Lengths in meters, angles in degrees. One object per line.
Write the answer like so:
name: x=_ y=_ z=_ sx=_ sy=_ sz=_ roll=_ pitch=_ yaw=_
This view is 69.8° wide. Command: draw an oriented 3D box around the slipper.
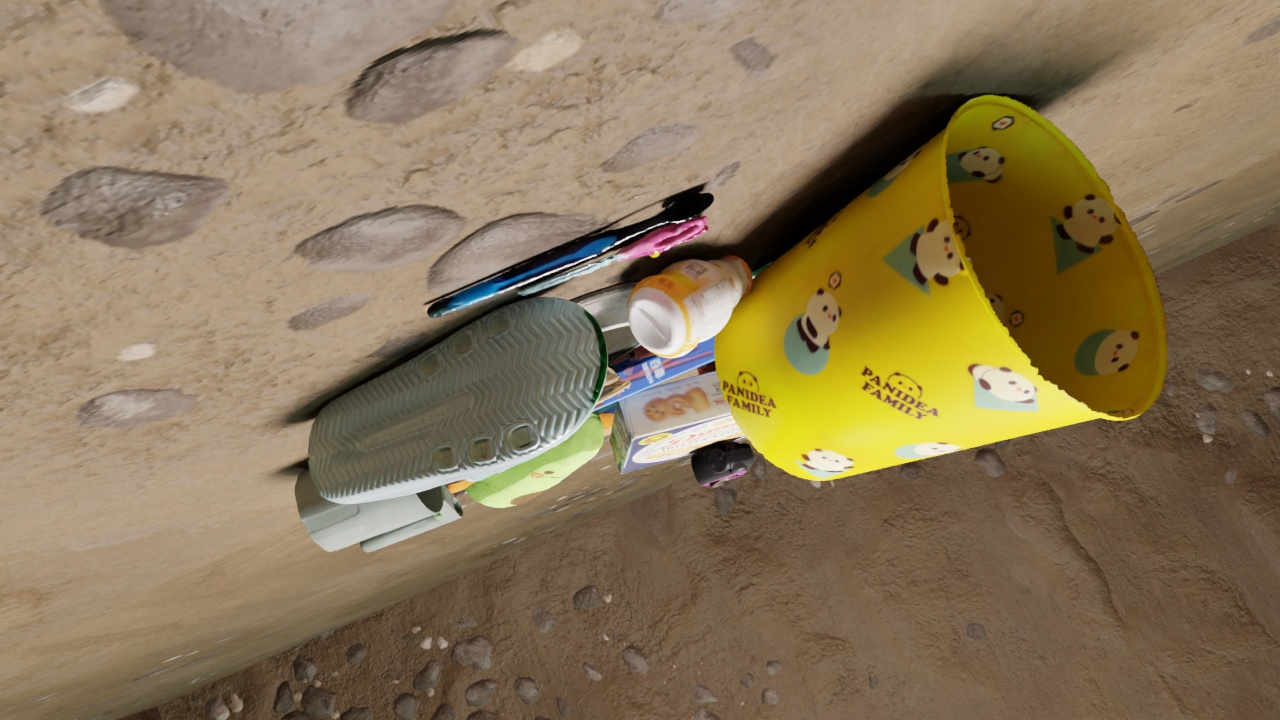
slipper: x=-0.128 y=0.040 z=0.652 sx=0.246 sy=0.104 sz=0.074 roll=-22 pitch=162 yaw=18

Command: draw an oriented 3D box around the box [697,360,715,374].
box: x=0.119 y=0.009 z=1.005 sx=0.091 sy=0.076 sz=0.168 roll=-12 pitch=167 yaw=-11

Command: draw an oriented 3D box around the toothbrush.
toothbrush: x=-0.043 y=-0.064 z=0.563 sx=0.189 sy=0.014 sz=0.016 roll=-22 pitch=-168 yaw=0

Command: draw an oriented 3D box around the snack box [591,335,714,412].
snack box: x=-0.005 y=0.005 z=0.829 sx=0.157 sy=0.026 sz=0.084 roll=-23 pitch=-165 yaw=-1

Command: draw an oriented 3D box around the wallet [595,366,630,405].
wallet: x=-0.060 y=0.027 z=0.728 sx=0.087 sy=0.024 sz=0.115 roll=-22 pitch=-173 yaw=-20

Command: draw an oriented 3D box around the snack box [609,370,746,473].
snack box: x=0.064 y=0.055 z=0.905 sx=0.178 sy=0.045 sz=0.183 roll=-14 pitch=165 yaw=-8

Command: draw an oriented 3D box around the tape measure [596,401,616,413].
tape measure: x=-0.033 y=0.056 z=1.086 sx=0.058 sy=0.025 sz=0.055 roll=-18 pitch=166 yaw=-41

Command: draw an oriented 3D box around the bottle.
bottle: x=0.041 y=-0.046 z=0.685 sx=0.108 sy=0.063 sz=0.063 roll=-32 pitch=177 yaw=-42

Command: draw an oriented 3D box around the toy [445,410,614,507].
toy: x=-0.118 y=0.096 z=0.951 sx=0.226 sy=0.090 sz=0.247 roll=-26 pitch=177 yaw=-38

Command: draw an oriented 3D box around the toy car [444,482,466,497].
toy car: x=-0.186 y=0.135 z=1.105 sx=0.155 sy=0.041 sz=0.071 roll=-8 pitch=161 yaw=-47

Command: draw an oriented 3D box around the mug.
mug: x=-0.234 y=0.128 z=0.832 sx=0.103 sy=0.083 sz=0.124 roll=-22 pitch=138 yaw=4

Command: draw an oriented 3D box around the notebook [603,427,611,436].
notebook: x=-0.042 y=0.083 z=1.231 sx=0.207 sy=0.008 sz=0.148 roll=-11 pitch=164 yaw=-45

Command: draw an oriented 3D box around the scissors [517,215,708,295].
scissors: x=-0.018 y=-0.067 z=0.599 sx=0.133 sy=0.017 sz=0.057 roll=-20 pitch=178 yaw=1

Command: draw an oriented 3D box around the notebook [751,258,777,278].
notebook: x=0.185 y=-0.093 z=0.867 sx=0.151 sy=0.012 sz=0.208 roll=-27 pitch=167 yaw=26

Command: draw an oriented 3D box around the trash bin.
trash bin: x=0.204 y=-0.029 z=0.688 sx=0.229 sy=0.229 sz=0.256 roll=-13 pitch=168 yaw=-40

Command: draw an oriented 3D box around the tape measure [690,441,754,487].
tape measure: x=0.083 y=0.110 z=0.958 sx=0.057 sy=0.039 sz=0.058 roll=-4 pitch=162 yaw=-43

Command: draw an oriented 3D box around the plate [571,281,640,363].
plate: x=-0.045 y=-0.014 z=0.754 sx=0.179 sy=0.024 sz=0.179 roll=-22 pitch=169 yaw=-5
